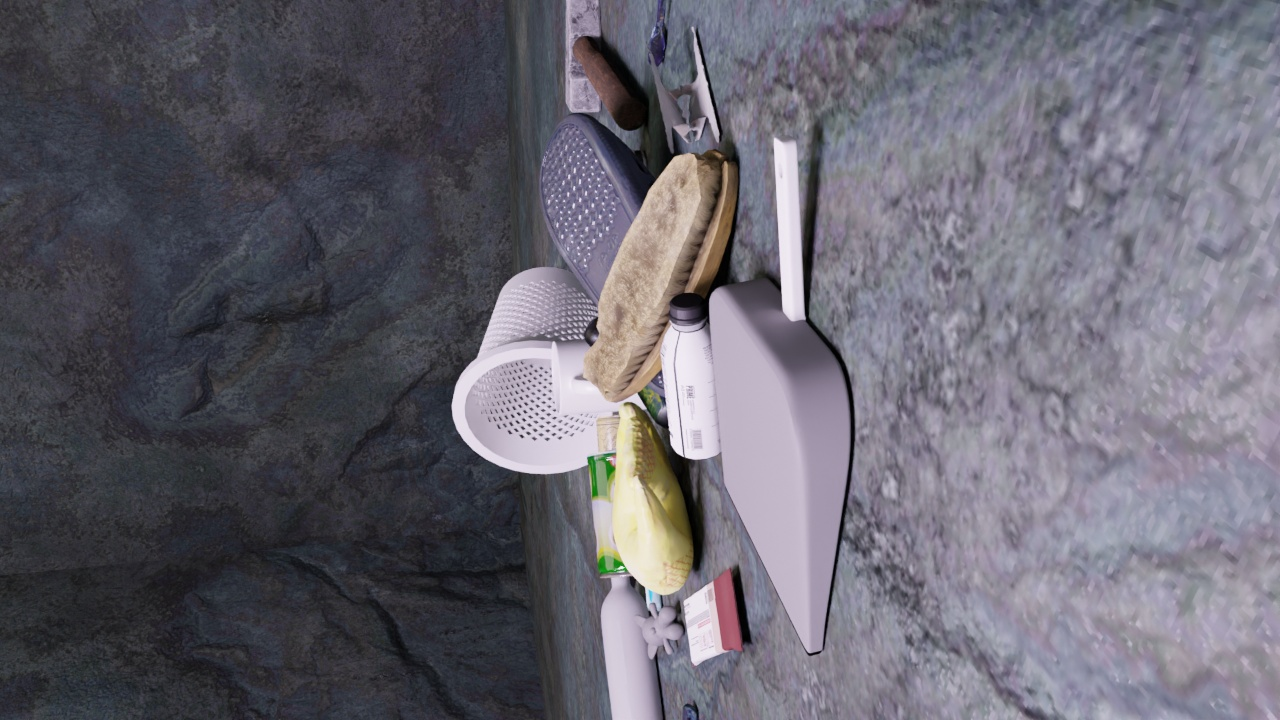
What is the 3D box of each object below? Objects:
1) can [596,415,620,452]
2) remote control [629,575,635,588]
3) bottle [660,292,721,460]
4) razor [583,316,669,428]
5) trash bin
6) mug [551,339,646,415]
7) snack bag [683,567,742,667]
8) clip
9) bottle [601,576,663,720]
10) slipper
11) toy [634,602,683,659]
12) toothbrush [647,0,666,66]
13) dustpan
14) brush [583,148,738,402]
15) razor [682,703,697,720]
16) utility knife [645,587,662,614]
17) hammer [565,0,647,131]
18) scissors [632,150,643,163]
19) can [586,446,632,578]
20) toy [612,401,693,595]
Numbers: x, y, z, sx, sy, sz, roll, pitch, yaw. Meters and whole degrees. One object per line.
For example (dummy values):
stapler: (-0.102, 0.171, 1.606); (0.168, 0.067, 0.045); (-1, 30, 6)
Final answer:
can: (-0.028, 0.101, 1.019); (0.038, 0.038, 0.079); (158, 108, -79)
remote control: (-0.011, 0.217, 1.039); (0.150, 0.013, 0.034); (99, 159, -48)
bottle: (0.036, 0.010, 0.611); (0.041, 0.041, 0.116); (-111, 11, -57)
razor: (-0.005, 0.005, 0.806); (0.151, 0.067, 0.054); (-118, 37, -47)
trash bin: (-0.117, -0.002, 1.115); (0.199, 0.195, 0.196); (-92, 5, -50)
mug: (-0.035, 0.017, 0.890); (0.110, 0.090, 0.074); (-144, 51, -76)
snack bag: (0.054, 0.199, 0.697); (0.158, 0.013, 0.057); (112, 155, -65)
clip: (0.033, -0.183, 0.648); (0.058, 0.052, 0.102); (-37, 52, 43)
bottle: (-0.013, 0.297, 0.973); (0.053, 0.052, 0.195); (112, 152, -66)
slipper: (0.004, -0.093, 0.721); (0.268, 0.083, 0.111); (61, 143, 27)
toy: (0.016, 0.256, 0.870); (0.049, 0.030, 0.112); (67, 158, 17)
toothbrush: (0.021, -0.307, 0.691); (0.189, 0.016, 0.017); (99, 173, -50)
dustpan: (0.073, 0.008, 0.501); (0.163, 0.033, 0.258); (-114, 14, -60)
brush: (0.010, -0.051, 0.618); (0.059, 0.043, 0.196); (45, 123, 33)
razor: (0.052, 0.333, 0.736); (0.144, 0.022, 0.042); (-137, 43, -73)
utility knife: (0.007, 0.163, 0.921); (0.022, 0.015, 0.179); (168, 97, -79)
hammer: (-0.037, -0.330, 0.931); (0.300, 0.037, 0.218); (-112, 21, -56)
scissors: (-0.005, -0.126, 0.886); (0.157, 0.012, 0.166); (-105, 15, -53)
can: (-0.013, 0.144, 0.882); (0.067, 0.067, 0.121); (132, 133, -75)
toy: (0.006, 0.121, 0.772); (0.170, 0.064, 0.155); (-102, 2, -52)
